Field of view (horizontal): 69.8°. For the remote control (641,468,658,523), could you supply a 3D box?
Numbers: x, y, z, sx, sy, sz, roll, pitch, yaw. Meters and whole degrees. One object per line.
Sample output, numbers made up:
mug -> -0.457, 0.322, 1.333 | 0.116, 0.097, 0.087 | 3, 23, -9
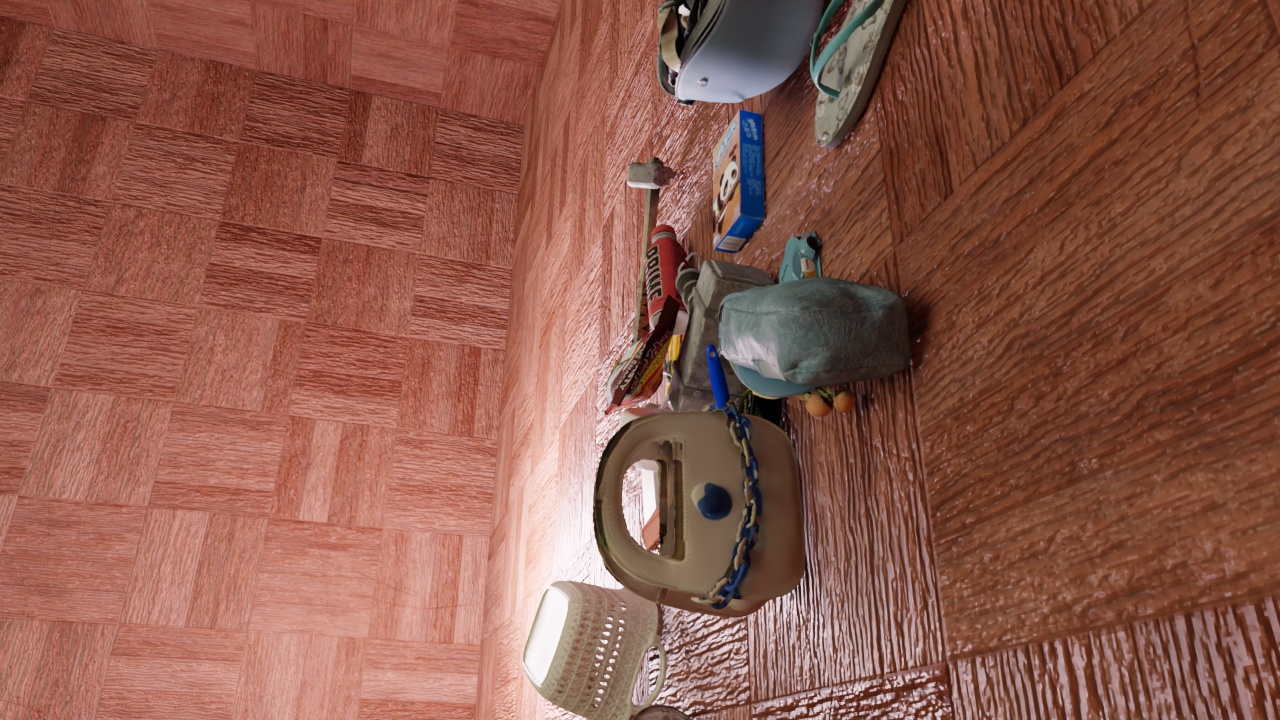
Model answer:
remote control -> 0.015, 0.167, 1.328 | 0.050, 0.011, 0.135 | 117, 156, -49

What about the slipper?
slipper -> 0.203, -0.328, 0.840 | 0.098, 0.054, 0.269 | -98, 23, -51

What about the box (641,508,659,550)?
box -> 0.044, 0.191, 1.148 | 0.059, 0.056, 0.187 | -53, -5, -40

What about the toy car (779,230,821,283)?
toy car -> 0.157, -0.077, 0.915 | 0.060, 0.027, 0.107 | 125, 149, -59

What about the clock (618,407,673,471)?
clock -> 0.035, 0.102, 1.075 | 0.161, 0.125, 0.073 | -142, 59, -80

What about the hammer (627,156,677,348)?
hammer -> 0.011, -0.150, 1.411 | 0.121, 0.049, 0.319 | -22, -62, -69

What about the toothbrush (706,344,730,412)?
toothbrush -> 0.093, 0.071, 0.972 | 0.018, 0.016, 0.182 | -143, 39, -82

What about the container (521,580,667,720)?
container -> -0.067, 0.394, 1.260 | 0.247, 0.143, 0.184 | 157, 133, -72

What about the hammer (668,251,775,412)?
hammer -> 0.078, -0.059, 1.120 | 0.326, 0.079, 0.177 | -105, 27, -67

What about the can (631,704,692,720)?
can -> 0.018, 0.444, 1.025 | 0.089, 0.089, 0.075 | -98, 23, -46

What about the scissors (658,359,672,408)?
scissors -> 0.044, 0.031, 1.215 | 0.142, 0.014, 0.175 | 16, 81, 65

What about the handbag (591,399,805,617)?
handbag -> 0.055, 0.135, 0.859 | 0.093, 0.199, 0.200 | 129, 143, -55

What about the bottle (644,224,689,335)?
bottle -> 0.038, -0.120, 1.300 | 0.062, 0.062, 0.176 | 117, 156, -49

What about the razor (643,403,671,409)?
razor -> 0.042, 0.089, 1.227 | 0.116, 0.047, 0.088 | 144, 132, -59

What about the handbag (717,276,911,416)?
handbag -> 0.145, -0.012, 0.781 | 0.192, 0.121, 0.118 | -155, 57, -72

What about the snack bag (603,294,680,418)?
snack bag -> -0.006, 0.006, 1.089 | 0.138, 0.066, 0.208 | -56, -5, -13

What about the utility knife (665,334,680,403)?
utility knife -> 0.047, -0.015, 1.305 | 0.031, 0.017, 0.151 | -21, 58, 62

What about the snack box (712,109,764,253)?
snack box -> 0.118, -0.217, 1.116 | 0.087, 0.034, 0.151 | 130, 145, -62

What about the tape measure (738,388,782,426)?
tape measure -> 0.125, 0.054, 0.948 | 0.062, 0.034, 0.061 | 127, 158, -53

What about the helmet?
helmet -> 0.103, -0.385, 1.004 | 0.265, 0.166, 0.226 | -129, 51, -67
